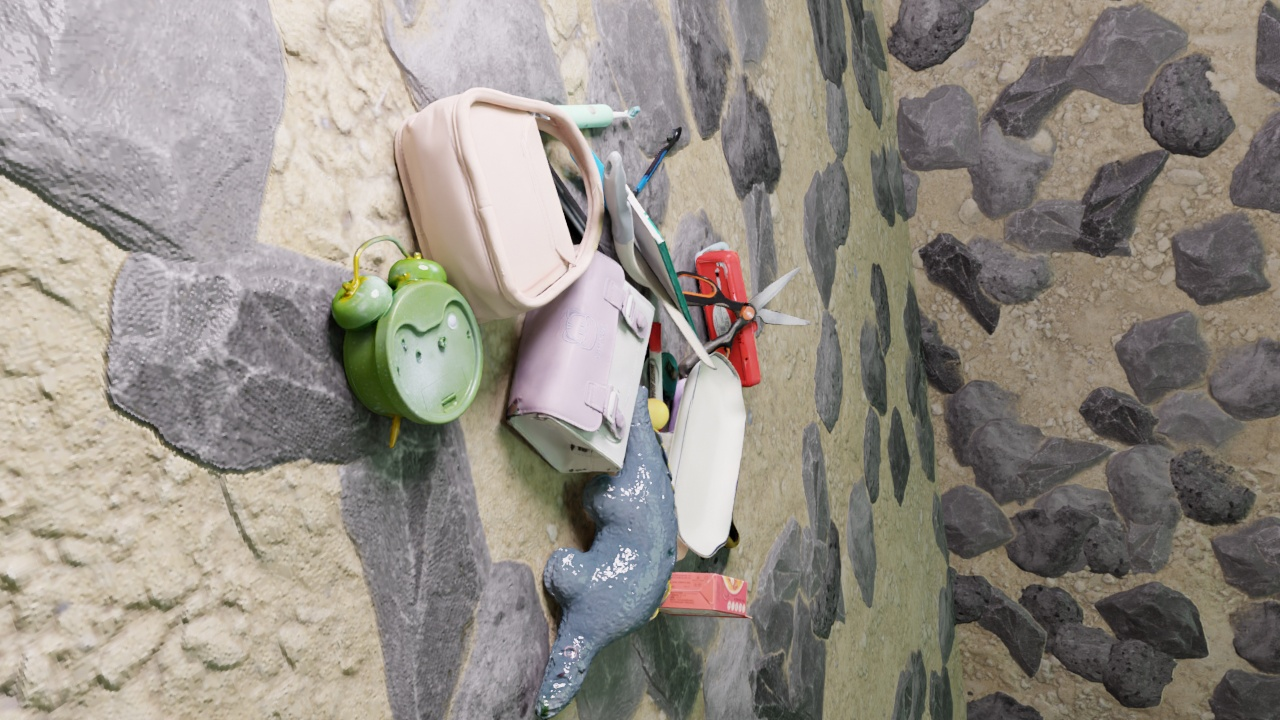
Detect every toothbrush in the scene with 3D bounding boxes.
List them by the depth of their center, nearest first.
[{"bbox_3d":[-0.066,-0.146,1.028,0.027,0.026,0.213,-47,138,-10],"label":"toothbrush"},{"bbox_3d":[-0.056,-0.283,1.062,0.026,0.027,0.223,55,30,3],"label":"toothbrush"},{"bbox_3d":[0.021,-0.266,1.229,0.189,0.016,0.014,-61,147,-42],"label":"toothbrush"}]

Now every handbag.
[{"bbox_3d":[-0.103,-0.151,0.849,0.233,0.094,0.193,-31,110,-53],"label":"handbag"},{"bbox_3d":[-0.061,-0.001,0.949,0.145,0.099,0.196,42,49,-46],"label":"handbag"}]

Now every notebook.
[{"bbox_3d":[0.020,-0.113,1.083,0.150,0.012,0.209,60,-3,39],"label":"notebook"}]

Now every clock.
[{"bbox_3d":[-0.188,-0.021,0.739,0.115,0.056,0.161,-40,122,-58],"label":"clock"}]

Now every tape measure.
[{"bbox_3d":[0.032,0.017,1.194,0.054,0.025,0.058,49,44,-51],"label":"tape measure"}]

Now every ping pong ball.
[{"bbox_3d":[0.015,0.067,1.136,0.040,0.040,0.040,15,73,-61],"label":"ping pong ball"}]

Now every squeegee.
[{"bbox_3d":[-0.010,-0.128,0.964,0.246,0.039,0.247,59,-4,30],"label":"squeegee"}]

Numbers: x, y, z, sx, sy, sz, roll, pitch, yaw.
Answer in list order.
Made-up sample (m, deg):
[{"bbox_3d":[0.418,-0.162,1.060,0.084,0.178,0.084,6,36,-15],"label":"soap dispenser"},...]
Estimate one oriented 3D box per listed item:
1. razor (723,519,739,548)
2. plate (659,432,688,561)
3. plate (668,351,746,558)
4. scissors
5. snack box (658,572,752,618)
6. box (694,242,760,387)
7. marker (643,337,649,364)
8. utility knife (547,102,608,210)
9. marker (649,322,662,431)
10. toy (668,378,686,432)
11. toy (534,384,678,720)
[{"bbox_3d":[0.109,0.224,1.280,0.167,0.068,0.062,56,39,-54],"label":"razor"},{"bbox_3d":[0.011,0.170,1.122,0.164,0.034,0.163,9,79,-63],"label":"plate"},{"bbox_3d":[0.080,0.118,1.178,0.162,0.034,0.265,44,50,-49],"label":"plate"},{"bbox_3d":[0.126,-0.062,1.258,0.230,0.022,0.221,33,90,-21],"label":"scissors"},{"bbox_3d":[0.065,0.287,1.123,0.127,0.113,0.044,35,55,-57],"label":"snack box"},{"bbox_3d":[0.141,-0.070,1.345,0.099,0.113,0.201,-23,107,-35],"label":"box"},{"bbox_3d":[-0.007,0.007,1.127,0.131,0.020,0.022,-58,135,-50],"label":"marker"},{"bbox_3d":[-0.061,-0.224,1.028,0.209,0.018,0.034,45,51,-62],"label":"utility knife"},{"bbox_3d":[0.020,0.022,1.149,0.017,0.017,0.145,-41,134,-57],"label":"marker"},{"bbox_3d":[0.059,0.074,1.224,0.084,0.039,0.107,37,55,-45],"label":"toy"},{"bbox_3d":[-0.024,0.206,0.973,0.138,0.092,0.355,38,61,-38],"label":"toy"}]
